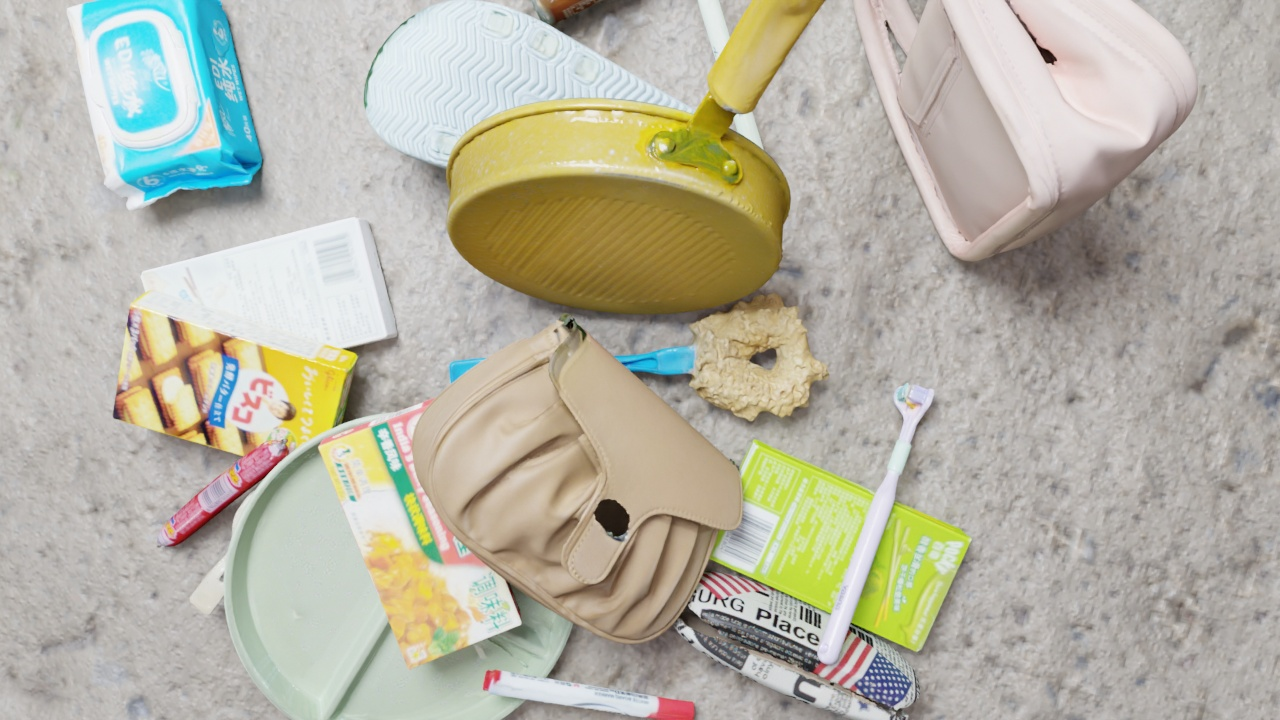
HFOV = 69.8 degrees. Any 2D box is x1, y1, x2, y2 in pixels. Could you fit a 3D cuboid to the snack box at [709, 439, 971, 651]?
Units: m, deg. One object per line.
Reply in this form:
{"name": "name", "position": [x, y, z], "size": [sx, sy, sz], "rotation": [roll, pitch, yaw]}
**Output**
{"name": "snack box", "position": [0.131, 0.123, 0.616], "size": [0.156, 0.026, 0.086], "rotation": [23, 94, 2]}

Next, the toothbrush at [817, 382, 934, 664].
{"name": "toothbrush", "position": [0.149, 0.102, 0.586], "size": [0.021, 0.029, 0.189], "rotation": [33, 72, -35]}

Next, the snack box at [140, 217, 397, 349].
{"name": "snack box", "position": [-0.253, -0.038, 0.630], "size": [0.157, 0.027, 0.084], "rotation": [-14, 93, 5]}

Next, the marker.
{"name": "marker", "position": [-0.034, 0.228, 0.620], "size": [0.145, 0.017, 0.017], "rotation": [13, 94, -11]}

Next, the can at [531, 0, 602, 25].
{"name": "can", "position": [-0.008, -0.272, 0.586], "size": [0.147, 0.058, 0.058], "rotation": [-25, 91, 4]}

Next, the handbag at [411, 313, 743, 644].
{"name": "handbag", "position": [-0.031, 0.078, 0.561], "size": [0.204, 0.100, 0.147], "rotation": [42, 81, -26]}

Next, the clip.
{"name": "clip", "position": [-0.267, 0.126, 0.644], "size": [0.034, 0.076, 0.104], "rotation": [34, 105, 0]}

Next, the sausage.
{"name": "sausage", "position": [-0.285, 0.091, 0.621], "size": [0.156, 0.020, 0.020], "rotation": [-34, 91, 26]}

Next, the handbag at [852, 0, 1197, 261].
{"name": "handbag", "position": [0.183, -0.180, 0.523], "size": [0.093, 0.193, 0.234], "rotation": [-31, 81, 2]}

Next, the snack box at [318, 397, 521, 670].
{"name": "snack box", "position": [-0.138, 0.110, 0.585], "size": [0.077, 0.027, 0.156], "rotation": [-21, 98, -8]}

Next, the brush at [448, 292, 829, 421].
{"name": "brush", "position": [-0.004, 0.004, 0.615], "size": [0.255, 0.045, 0.083], "rotation": [-4, 97, 8]}

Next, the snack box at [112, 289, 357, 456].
{"name": "snack box", "position": [-0.268, 0.017, 0.608], "size": [0.140, 0.033, 0.087], "rotation": [18, 112, -11]}

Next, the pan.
{"name": "pan", "position": [0.024, -0.114, 0.464], "size": [0.197, 0.358, 0.078], "rotation": [13, 71, -24]}

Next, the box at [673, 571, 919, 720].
{"name": "box", "position": [0.106, 0.182, 0.601], "size": [0.163, 0.075, 0.076], "rotation": [25, 89, 4]}

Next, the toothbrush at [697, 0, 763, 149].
{"name": "toothbrush", "position": [0.047, -0.209, 0.575], "size": [0.029, 0.020, 0.190], "rotation": [-18, 114, 6]}

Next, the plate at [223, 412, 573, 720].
{"name": "plate", "position": [-0.155, 0.147, 0.614], "size": [0.230, 0.027, 0.230], "rotation": [-1, 94, -9]}

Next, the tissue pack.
{"name": "tissue pack", "position": [-0.314, -0.176, 0.607], "size": [0.090, 0.063, 0.140], "rotation": [-12, 92, 4]}

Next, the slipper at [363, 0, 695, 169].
{"name": "slipper", "position": [-0.050, -0.149, 0.592], "size": [0.245, 0.074, 0.104], "rotation": [18, 93, -14]}
